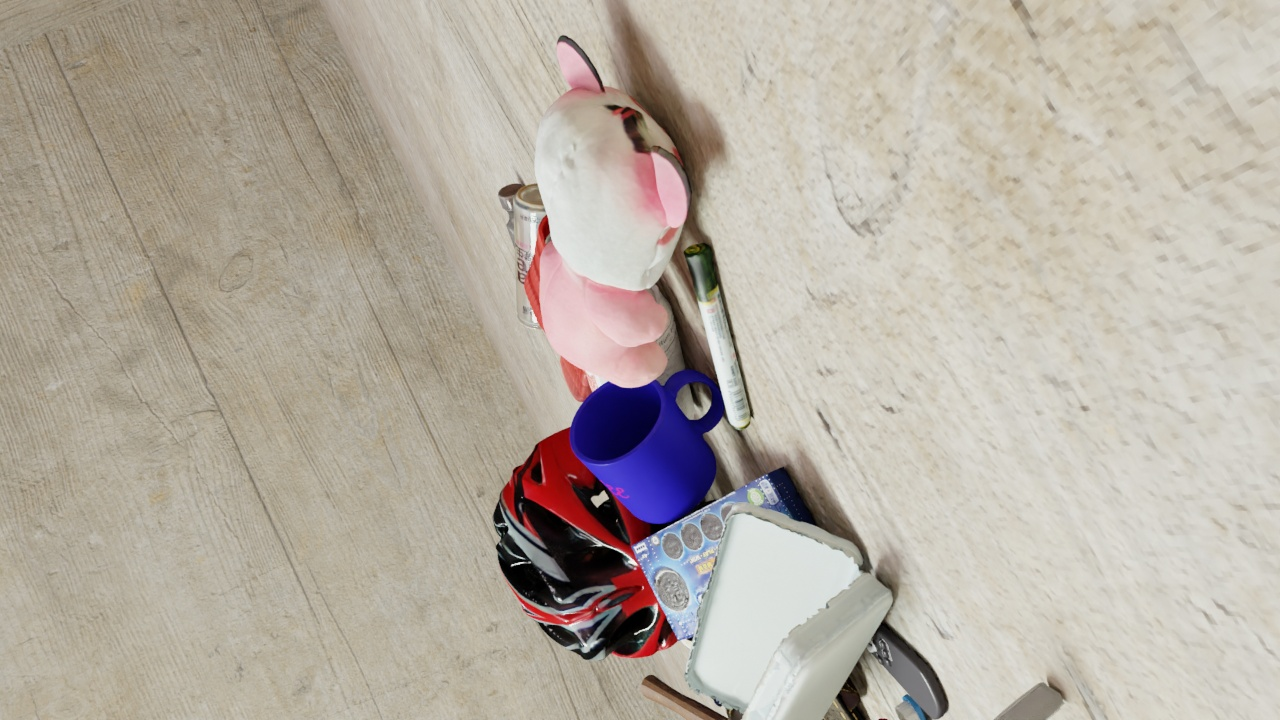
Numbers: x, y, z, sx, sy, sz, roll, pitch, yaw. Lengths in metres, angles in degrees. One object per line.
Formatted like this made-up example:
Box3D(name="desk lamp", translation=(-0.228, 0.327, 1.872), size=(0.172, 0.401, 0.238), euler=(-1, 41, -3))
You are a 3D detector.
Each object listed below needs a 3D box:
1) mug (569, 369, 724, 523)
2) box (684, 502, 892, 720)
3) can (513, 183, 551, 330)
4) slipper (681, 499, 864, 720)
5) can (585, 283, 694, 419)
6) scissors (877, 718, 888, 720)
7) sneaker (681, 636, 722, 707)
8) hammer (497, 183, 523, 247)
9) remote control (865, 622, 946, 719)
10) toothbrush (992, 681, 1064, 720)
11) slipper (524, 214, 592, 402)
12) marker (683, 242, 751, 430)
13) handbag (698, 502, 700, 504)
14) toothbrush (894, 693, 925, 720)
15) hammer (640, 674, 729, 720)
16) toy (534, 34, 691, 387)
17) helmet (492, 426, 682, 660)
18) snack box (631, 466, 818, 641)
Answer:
Box3D(name="mug", translation=(0.015, 0.055, 0.681), size=(0.083, 0.111, 0.079), euler=(51, 177, -40))
Box3D(name="box", translation=(0.072, 0.188, 0.611), size=(0.124, 0.106, 0.216), euler=(45, 139, 32))
Box3D(name="can", translation=(-0.094, -0.099, 0.881), size=(0.054, 0.054, 0.136), euler=(-128, 33, -46))
Box3D(name="slipper", translation=(0.101, 0.233, 0.714), size=(0.268, 0.113, 0.075), euler=(63, -160, -6))
Box3D(name="can", translation=(-0.004, 0.004, 0.732), size=(0.078, 0.078, 0.136), euler=(52, 164, 45))
Box3D(name="scissors", translation=(0.209, 0.298, 0.565), size=(0.187, 0.015, 0.180), euler=(41, 150, 30))
Box3D(name="sneaker", translation=(0.093, 0.298, 0.908), size=(0.233, 0.091, 0.118), euler=(163, 85, -79))
Box3D(name="hammer", translation=(-0.072, -0.068, 0.982), size=(0.314, 0.035, 0.138), euler=(50, 161, 47))
Box3D(name="remote control", translation=(0.154, 0.183, 0.594), size=(0.124, 0.009, 0.046), euler=(42, 156, 61))
Box3D(name="toothbrush", translation=(0.110, 0.195, 0.389), size=(0.010, 0.181, 0.010), euler=(62, 167, -17))
Box3D(name="slipper", translation=(-0.069, -0.051, 0.820), size=(0.249, 0.059, 0.103), euler=(96, 153, -49))
Box3D(name="marker", translation=(0.052, -0.012, 0.601), size=(0.017, 0.017, 0.146), euler=(49, 161, 52))
Box3D(name="handbag", translation=(-0.004, 0.065, 0.967), size=(0.197, 0.062, 0.176), euler=(-119, 8, -58))
Box3D(name="toothbrush", translation=(0.205, 0.292, 0.599), size=(0.166, 0.014, 0.016), euler=(65, 169, -8))
Box3D(name="hammer", translation=(0.108, 0.370, 0.880), size=(0.324, 0.033, 0.115), euler=(7, 136, 52))
Box3D(name="toy", translation=(-0.022, -0.080, 0.571), size=(0.214, 0.084, 0.142), euler=(104, 147, -57))
Box3D(name="helmet", translation=(-0.048, 0.176, 0.867), size=(0.217, 0.166, 0.272), euler=(63, 164, -13))
Box3D(name="snack box", translation=(0.064, 0.142, 0.655), size=(0.151, 0.027, 0.082), euler=(-37, 76, 40))
